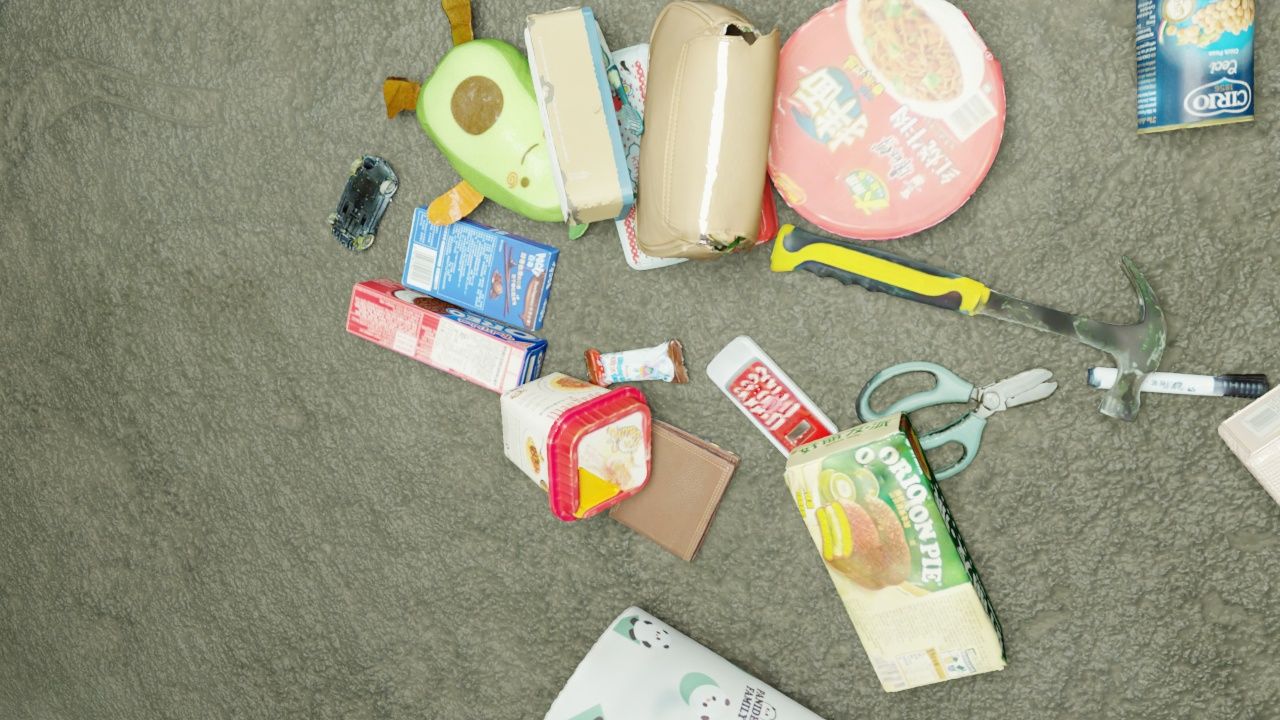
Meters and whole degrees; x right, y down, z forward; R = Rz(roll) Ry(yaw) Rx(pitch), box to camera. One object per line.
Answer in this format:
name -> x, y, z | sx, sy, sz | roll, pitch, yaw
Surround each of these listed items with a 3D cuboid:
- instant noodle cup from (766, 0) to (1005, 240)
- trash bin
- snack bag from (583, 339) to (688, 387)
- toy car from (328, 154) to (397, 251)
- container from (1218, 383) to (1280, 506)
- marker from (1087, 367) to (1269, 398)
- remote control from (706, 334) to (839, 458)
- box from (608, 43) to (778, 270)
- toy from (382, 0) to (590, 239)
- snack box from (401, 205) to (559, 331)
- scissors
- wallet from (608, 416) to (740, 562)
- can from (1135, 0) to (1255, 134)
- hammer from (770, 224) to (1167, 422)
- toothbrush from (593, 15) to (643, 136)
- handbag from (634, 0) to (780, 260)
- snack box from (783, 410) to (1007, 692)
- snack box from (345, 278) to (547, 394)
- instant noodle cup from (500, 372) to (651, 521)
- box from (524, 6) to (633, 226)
instant noodle cup -> 0.199, -0.199, 0.758 | 0.194, 0.065, 0.194 | 5, 105, 20
trash bin -> 0.044, 0.383, 0.876 | 0.252, 0.229, 0.230 | 32, 111, 15
snack bag -> -0.005, 0.005, 0.901 | 0.105, 0.026, 0.045 | -6, 99, 20
toy car -> -0.287, -0.165, 0.959 | 0.049, 0.031, 0.106 | 35, 113, 8
container -> 0.515, 0.078, 0.691 | 0.111, 0.090, 0.090 | 46, 113, -2
marker -> 0.438, 0.017, 0.750 | 0.131, 0.018, 0.022 | 5, 96, 18
remote control -> 0.124, 0.039, 0.866 | 0.136, 0.020, 0.056 | 47, 114, 4
box -> 0.033, -0.191, 0.835 | 0.158, 0.037, 0.201 | -10, 100, 22
toy -> -0.132, -0.221, 0.858 | 0.247, 0.089, 0.227 | 42, 109, 4
snack box -> -0.164, -0.095, 0.934 | 0.157, 0.026, 0.085 | 20, 109, 14
scissors -> 0.276, 0.032, 0.811 | 0.180, 0.019, 0.139 | -33, 90, 25
wallet -> 0.031, 0.128, 0.917 | 0.101, 0.032, 0.125 | 27, 110, 15
can -> 0.405, -0.227, 0.672 | 0.075, 0.075, 0.111 | -3, 101, 20
hammer -> 0.270, -0.059, 0.778 | 0.323, 0.031, 0.126 | 19, 97, 18
toothbrush -> -0.029, -0.254, 0.792 | 0.016, 0.018, 0.191 | -49, 44, 32
handbag -> 0.055, -0.179, 0.737 | 0.099, 0.148, 0.205 | -1, 108, -18
snack box -> 0.230, 0.175, 0.826 | 0.115, 0.063, 0.240 | -23, 99, 23
snack box -> -0.200, -0.024, 0.948 | 0.207, 0.057, 0.058 | 21, 106, 14
instant noodle cup -> -0.066, 0.074, 0.882 | 0.124, 0.116, 0.117 | 25, 126, 42
box -> -0.052, -0.196, 0.775 | 0.059, 0.090, 0.184 | -14, 91, -7
